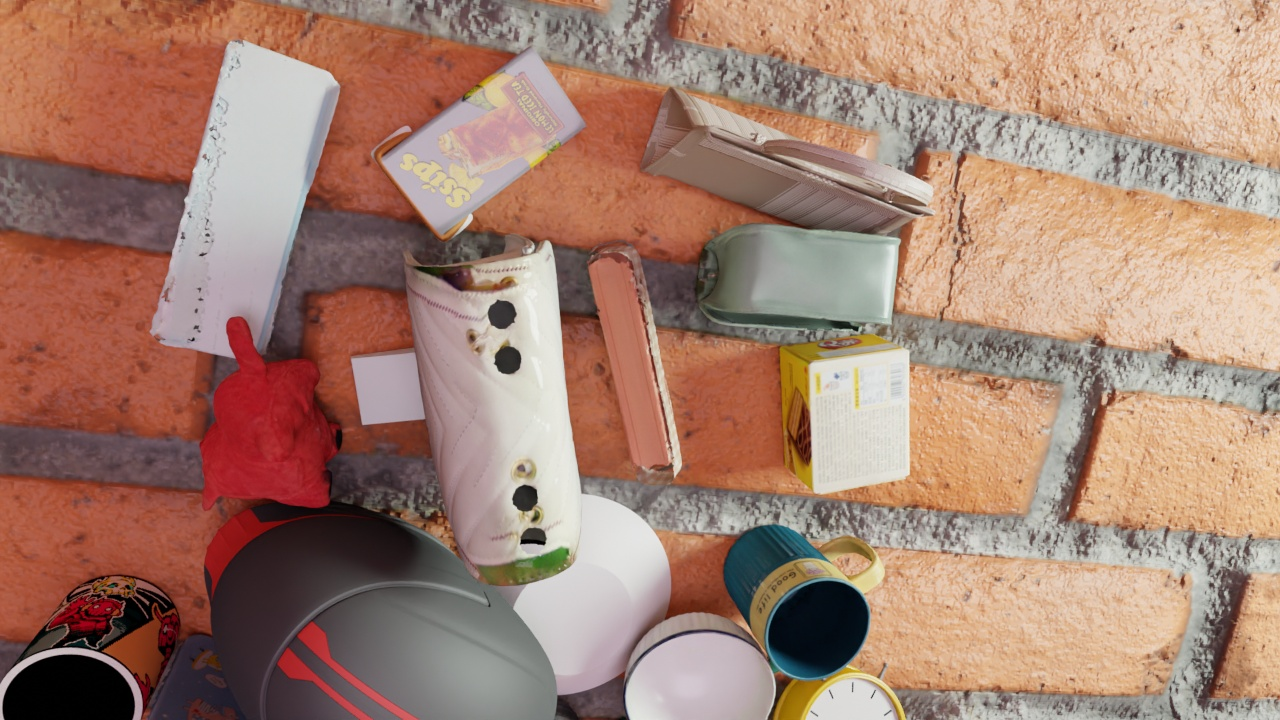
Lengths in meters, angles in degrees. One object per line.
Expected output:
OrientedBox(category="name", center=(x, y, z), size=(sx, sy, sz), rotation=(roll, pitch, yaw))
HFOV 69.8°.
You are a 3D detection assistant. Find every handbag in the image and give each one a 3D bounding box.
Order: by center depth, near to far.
OrientedBox(category="handbag", center=(-0.089, 0.023, 0.582), size=(0.096, 0.142, 0.199), rotation=(-9, 106, -16))
OrientedBox(category="handbag", center=(0.111, -0.120, 0.590), size=(0.175, 0.198, 0.062), rotation=(16, 99, -17))
OrientedBox(category="handbag", center=(0.113, -0.055, 0.656), size=(0.121, 0.106, 0.067), rotation=(3, 91, -14))

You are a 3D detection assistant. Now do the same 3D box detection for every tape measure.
OrientedBox(category="tape measure", center=(-0.077, 0.304, 0.733), size=(0.064, 0.037, 0.065), rotation=(-28, 108, -5))

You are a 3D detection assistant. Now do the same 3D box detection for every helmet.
OrientedBox(category="helmet", center=(-0.166, 0.205, 0.609), size=(0.264, 0.170, 0.164), rotation=(42, 81, -24))

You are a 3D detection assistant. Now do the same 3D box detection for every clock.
OrientedBox(category="clock", center=(0.169, 0.331, 0.772), size=(0.113, 0.052, 0.152), rotation=(8, 80, -20))

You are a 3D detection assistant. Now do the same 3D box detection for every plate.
OrientedBox(category="plate", center=(-0.056, 0.192, 0.711), size=(0.174, 0.036, 0.174), rotation=(-3, 104, -13))

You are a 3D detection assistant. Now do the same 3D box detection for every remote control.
OrientedBox(category="remote control", center=(-0.130, 0.013, 0.656), size=(0.143, 0.024, 0.049), rotation=(-8, 105, -12))

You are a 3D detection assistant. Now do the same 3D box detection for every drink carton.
OrientedBox(category="drink carton", center=(-0.106, -0.144, 0.611), size=(0.125, 0.048, 0.076), rotation=(-38, 109, -2))

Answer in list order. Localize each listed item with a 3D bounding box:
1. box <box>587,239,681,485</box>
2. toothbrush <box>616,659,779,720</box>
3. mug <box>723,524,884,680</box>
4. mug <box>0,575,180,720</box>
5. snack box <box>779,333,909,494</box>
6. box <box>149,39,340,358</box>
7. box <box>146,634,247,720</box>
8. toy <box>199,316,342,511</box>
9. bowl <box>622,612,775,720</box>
OrientedBox(category="box", center=(-0.005, 0.003, 0.685), size=(0.058, 0.062, 0.188), rotation=(-5, 109, 14))
OrientedBox(category="toothbrush", center=(0.057, 0.278, 0.771), size=(0.189, 0.016, 0.017), rotation=(-22, 103, -8))
OrientedBox(category="mug", center=(0.131, 0.177, 0.716), size=(0.113, 0.107, 0.083), rotation=(-30, 106, -5))
OrientedBox(category="mug", center=(-0.369, 0.217, 0.610), size=(0.082, 0.098, 0.118), rotation=(24, 97, -18))
OrientedBox(category="snack box", center=(0.158, 0.040, 0.713), size=(0.083, 0.061, 0.106), rotation=(-8, 105, -12))
OrientedBox(category="box", center=(-0.252, -0.099, 0.594), size=(0.083, 0.066, 0.199), rotation=(12, 101, -41))
OrientedBox(category="box", center=(-0.292, 0.263, 0.581), size=(0.078, 0.209, 0.074), rotation=(34, 94, -19))
OrientedBox(category="toy", center=(-0.257, 0.039, 0.593), size=(0.094, 0.088, 0.133), rotation=(-5, 124, 1))
OrientedBox(category="bowl", center=(0.043, 0.246, 0.730), size=(0.118, 0.062, 0.118), rotation=(-1, 110, -3))
